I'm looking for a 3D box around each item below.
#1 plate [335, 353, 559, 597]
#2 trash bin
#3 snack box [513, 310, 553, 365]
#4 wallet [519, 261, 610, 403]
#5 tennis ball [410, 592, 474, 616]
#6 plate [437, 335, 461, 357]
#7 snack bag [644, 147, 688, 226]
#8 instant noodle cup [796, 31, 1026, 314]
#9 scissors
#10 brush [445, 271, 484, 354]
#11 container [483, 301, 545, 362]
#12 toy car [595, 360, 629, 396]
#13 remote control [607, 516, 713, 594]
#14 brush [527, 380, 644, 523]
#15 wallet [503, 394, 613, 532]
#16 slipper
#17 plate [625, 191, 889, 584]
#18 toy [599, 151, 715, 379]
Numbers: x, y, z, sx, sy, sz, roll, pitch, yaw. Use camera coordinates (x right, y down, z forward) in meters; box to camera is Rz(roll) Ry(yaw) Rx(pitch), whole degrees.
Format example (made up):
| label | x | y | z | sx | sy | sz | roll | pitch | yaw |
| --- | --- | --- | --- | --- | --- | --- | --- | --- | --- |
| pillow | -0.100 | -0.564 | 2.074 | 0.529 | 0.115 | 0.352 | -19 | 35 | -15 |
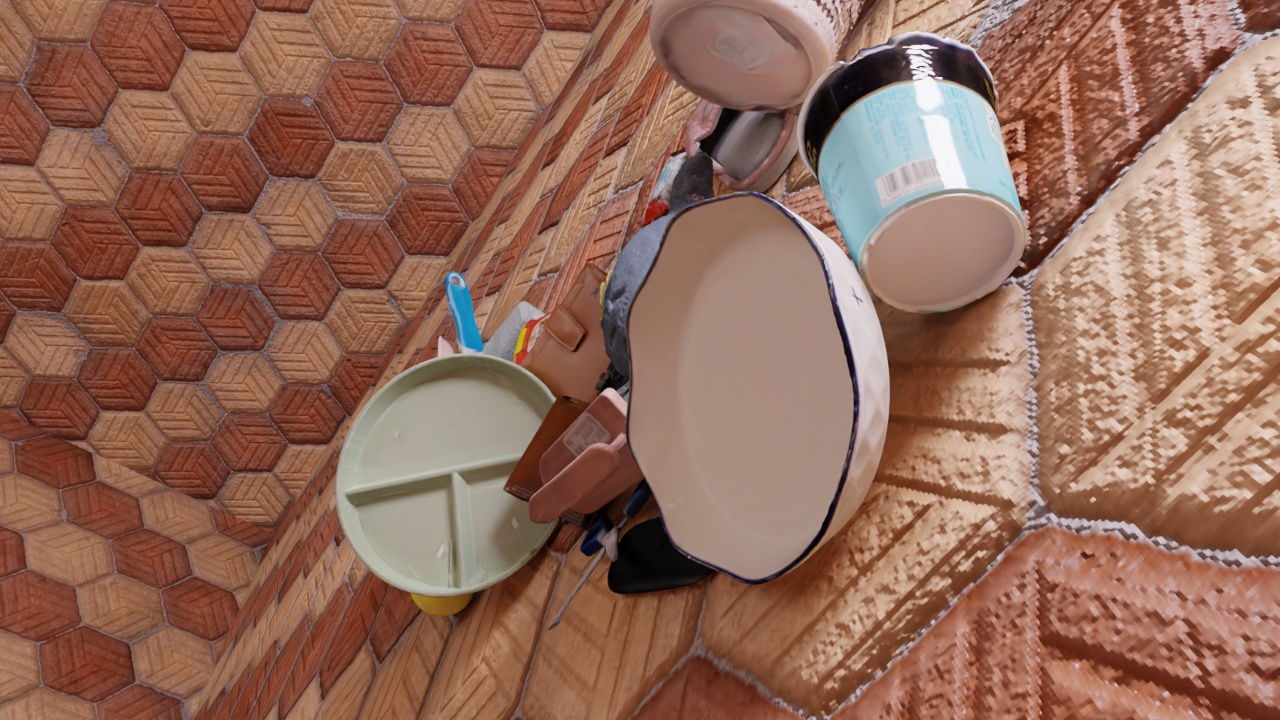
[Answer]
| label | x | y | z | sx | sy | sz | roll | pitch | yaw |
| --- | --- | --- | --- | --- | --- | --- | --- | --- | --- |
| plate | -0.171 | 0.104 | 0.851 | 0.229 | 0.230 | 0.027 | -65 | -18 | -15 |
| trash bin | 0.103 | -0.328 | 0.763 | 0.228 | 0.227 | 0.191 | -19 | 50 | 62 |
| snack box | -0.079 | -0.008 | 0.956 | 0.080 | 0.082 | 0.091 | -32 | 31 | 28 |
| wallet | -0.048 | -0.012 | 0.865 | 0.108 | 0.031 | 0.132 | 42 | 104 | 27 |
| tennis ball | -0.197 | 0.222 | 0.916 | 0.066 | 0.065 | 0.065 | -50 | 21 | 26 |
| plate | -0.217 | 0.086 | 1.070 | 0.229 | 0.028 | 0.229 | 177 | 91 | -81 |
| snack bag | 0.032 | -0.196 | 1.023 | 0.048 | 0.026 | 0.104 | -14 | 47 | 56 |
| instant noodle cup | 0.145 | -0.090 | 0.479 | 0.111 | 0.111 | 0.120 | -44 | 33 | 37 |
| scissors | -0.017 | 0.118 | 0.645 | 0.175 | 0.012 | 0.163 | -52 | 3 | -24 |
| brush | -0.165 | 0.020 | 0.960 | 0.110 | 0.060 | 0.314 | 120 | 137 | -62 |
| container | -0.134 | 0.002 | 1.057 | 0.111 | 0.090 | 0.090 | -53 | 20 | 9 |
| toy car | -0.005 | 0.005 | 0.795 | 0.034 | 0.043 | 0.090 | 93 | -157 | -70 |
| remote control | 0.010 | 0.125 | 0.601 | 0.137 | 0.024 | 0.053 | -30 | 32 | 56 |
| brush | -0.036 | 0.074 | 0.657 | 0.072 | 0.063 | 0.146 | -44 | 0 | -40 |
| wallet | -0.058 | 0.084 | 0.777 | 0.125 | 0.032 | 0.101 | 12 | 72 | 51 |
| slipper | 0.087 | -0.229 | 0.889 | 0.114 | 0.054 | 0.274 | -53 | 22 | 17 |
| plate | 0.057 | 0.014 | 0.494 | 0.205 | 0.045 | 0.205 | 7 | 98 | 59 |
| toy | 0.034 | -0.048 | 0.696 | 0.138 | 0.091 | 0.355 | -31 | 34 | 20 |
